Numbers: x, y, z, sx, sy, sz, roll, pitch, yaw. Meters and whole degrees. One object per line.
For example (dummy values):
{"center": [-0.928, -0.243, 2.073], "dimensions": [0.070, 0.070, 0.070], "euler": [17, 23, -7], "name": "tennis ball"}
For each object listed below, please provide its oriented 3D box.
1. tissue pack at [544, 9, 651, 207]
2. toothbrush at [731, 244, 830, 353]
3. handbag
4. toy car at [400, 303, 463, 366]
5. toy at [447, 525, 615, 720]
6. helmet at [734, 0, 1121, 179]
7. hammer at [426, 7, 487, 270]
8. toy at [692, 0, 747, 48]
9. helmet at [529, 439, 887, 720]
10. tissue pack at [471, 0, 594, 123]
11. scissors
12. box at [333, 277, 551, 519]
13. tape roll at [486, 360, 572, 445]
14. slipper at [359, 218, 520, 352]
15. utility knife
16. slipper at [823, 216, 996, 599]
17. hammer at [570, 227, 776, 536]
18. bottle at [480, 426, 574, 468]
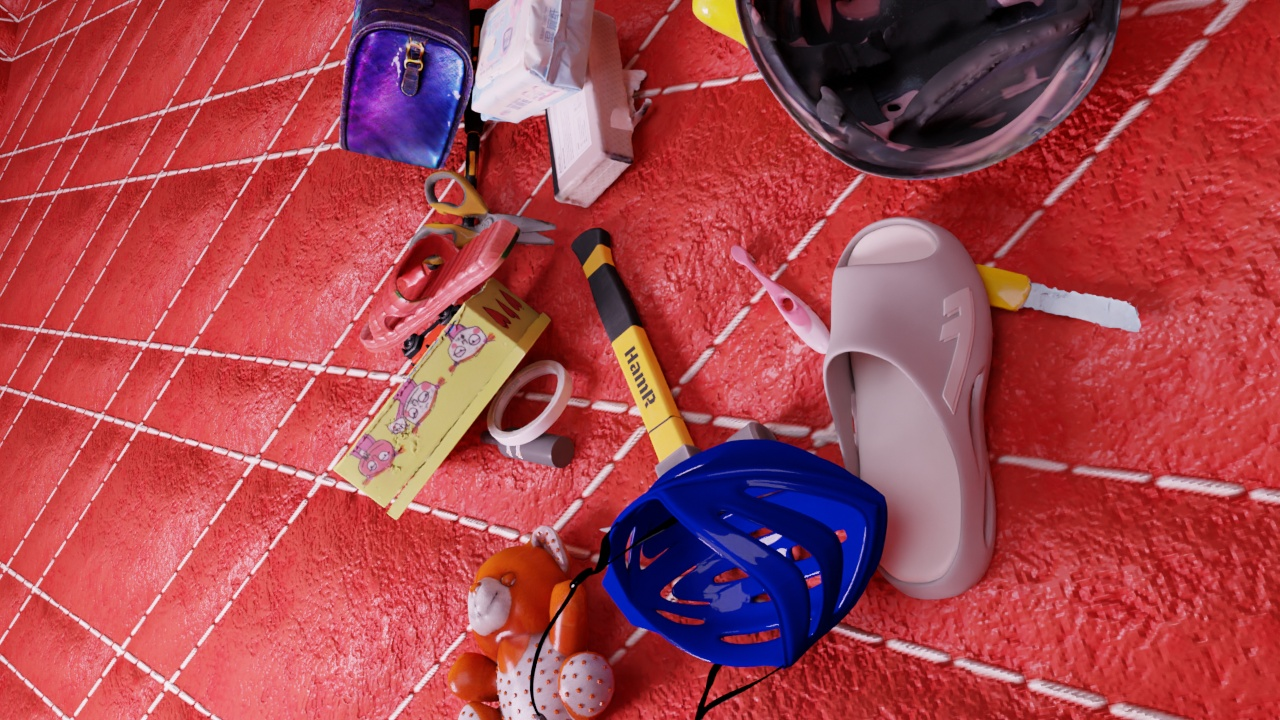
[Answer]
{"center": [-0.044, -0.251, 0.910], "dimensions": [0.104, 0.071, 0.181], "euler": [-35, 51, 45], "name": "tissue pack"}
{"center": [0.113, -0.051, 0.737], "dimensions": [0.022, 0.016, 0.135], "euler": [-49, 53, 18], "name": "toothbrush"}
{"center": [-0.250, -0.347, 0.993], "dimensions": [0.204, 0.125, 0.223], "euler": [-100, 28, -42], "name": "handbag"}
{"center": [-0.204, -0.020, 0.970], "dimensions": [0.100, 0.051, 0.048], "euler": [-35, 54, 26], "name": "toy car"}
{"center": [-0.097, 0.235, 0.772], "dimensions": [0.164, 0.092, 0.172], "euler": [-38, 54, 27], "name": "toy"}
{"center": [0.192, -0.250, 0.619], "dimensions": [0.230, 0.152, 0.255], "euler": [-26, 90, 22], "name": "helmet"}
{"center": [-0.188, -0.260, 1.049], "dimensions": [0.123, 0.036, 0.320], "euler": [-9, 73, 37], "name": "hammer"}
{"center": [0.134, -0.341, 0.746], "dimensions": [0.194, 0.134, 0.087], "euler": [-59, 6, 15], "name": "toy"}
{"center": [0.038, 0.158, 0.602], "dimensions": [0.148, 0.227, 0.242], "euler": [54, 138, -5], "name": "helmet"}
{"center": [-0.112, -0.306, 0.903], "dimensions": [0.182, 0.070, 0.112], "euler": [2, 85, 58], "name": "tissue pack"}
{"center": [-0.173, -0.135, 0.981], "dimensions": [0.228, 0.016, 0.134], "euler": [25, 97, 38], "name": "scissors"}
{"center": [-0.187, 0.032, 0.886], "dimensions": [0.221, 0.082, 0.124], "euler": [-48, 8, 14], "name": "box"}
{"center": [-0.106, 0.039, 0.870], "dimensions": [0.093, 0.013, 0.092], "euler": [-25, 39, 22], "name": "tape roll"}
{"center": [-0.223, -0.087, 0.951], "dimensions": [0.249, 0.059, 0.103], "euler": [-27, 32, 37], "name": "slipper"}
{"center": [0.232, -0.052, 0.634], "dimensions": [0.219, 0.019, 0.030], "euler": [22, 96, 47], "name": "utility knife"}
{"center": [0.170, 0.023, 0.612], "dimensions": [0.113, 0.080, 0.265], "euler": [-11, 74, 42], "name": "slipper"}
{"center": [-0.005, 0.005, 0.811], "dimensions": [0.170, 0.034, 0.324], "euler": [-40, 53, 25], "name": "hammer"}
{"center": [-0.113, 0.080, 0.876], "dimensions": [0.113, 0.030, 0.030], "euler": [6, 80, 41], "name": "bottle"}
